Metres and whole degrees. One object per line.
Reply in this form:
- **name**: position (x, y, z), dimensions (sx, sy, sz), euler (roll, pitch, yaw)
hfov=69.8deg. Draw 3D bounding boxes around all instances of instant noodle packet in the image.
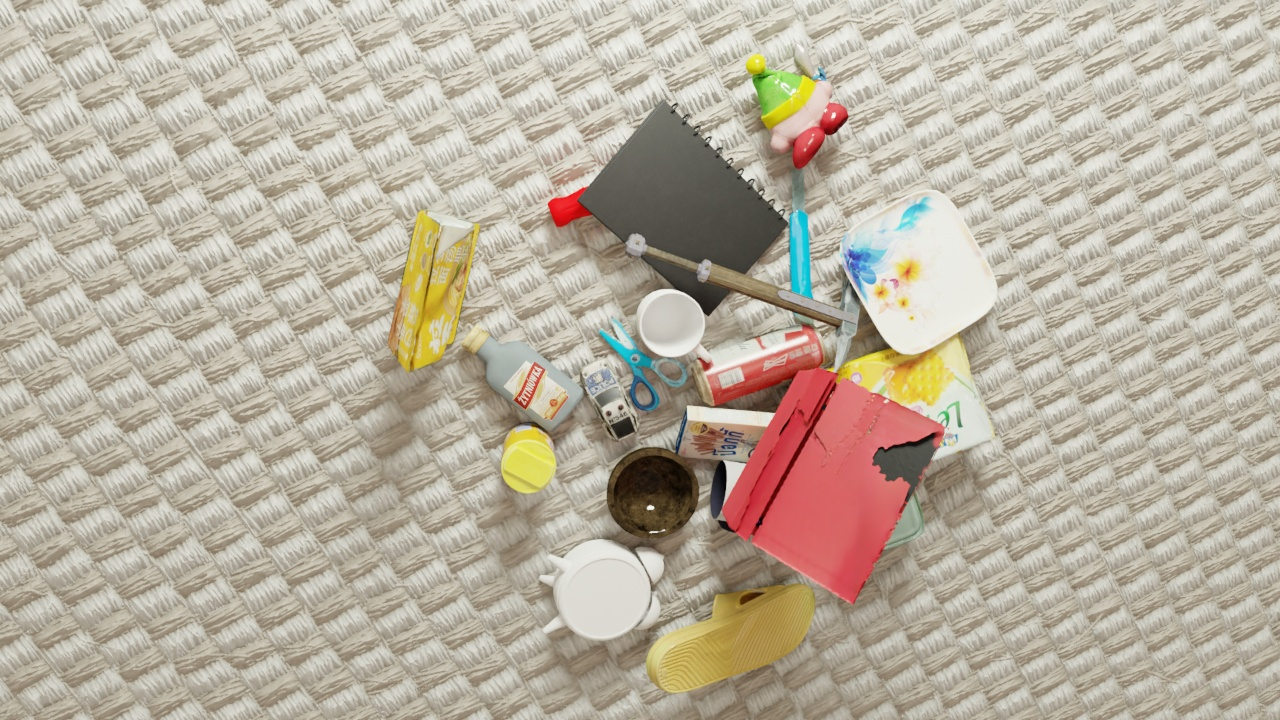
- **instant noodle packet**: position (-0.240, -0.083, 1.057), dimensions (0.084, 0.221, 0.163), euler (15, 99, -13)

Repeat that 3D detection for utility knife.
- **utility knife**: position (0.211, -0.150, 1.202), dimensions (0.031, 0.015, 0.209), euler (-6, 104, -9)

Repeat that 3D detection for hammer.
- **hammer**: position (0.129, -0.091, 1.152), dimensions (0.316, 0.028, 0.146), euler (18, 67, -10)

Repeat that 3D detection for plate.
- **plate**: position (0.360, -0.115, 1.196), dimensions (0.186, 0.016, 0.187), euler (-29, 89, -14)

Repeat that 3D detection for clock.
- **clock**: position (-0.051, 0.304, 1.233), dimensions (0.160, 0.073, 0.125), euler (2, 100, -14)

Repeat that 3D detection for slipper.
- **slipper**: position (0.120, 0.372, 1.253), dimensions (0.262, 0.078, 0.099), euler (-14, 105, -25)

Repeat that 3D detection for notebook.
- **notebook**: position (0.060, -0.190, 1.156), dimensions (0.231, 0.019, 0.169), euler (39, 94, -23)

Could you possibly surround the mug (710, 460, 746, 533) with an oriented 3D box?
- **mug**: position (0.146, 0.192, 1.232), dimensions (0.097, 0.078, 0.112), euler (10, 127, -9)

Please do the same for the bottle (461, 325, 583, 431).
- **bottle**: position (-0.156, 0.017, 1.173), dimensions (0.161, 0.046, 0.072), euler (39, 94, -12)

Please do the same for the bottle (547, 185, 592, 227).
- **bottle**: position (-0.056, -0.203, 1.150), dimensions (0.119, 0.036, 0.036), euler (-21, 102, -3)

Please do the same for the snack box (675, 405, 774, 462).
- **snack box**: position (0.127, 0.100, 1.211), dimensions (0.150, 0.026, 0.082), euler (6, 138, -8)

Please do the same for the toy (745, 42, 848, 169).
- **toy**: position (0.191, -0.325, 1.135), dimensions (0.131, 0.097, 0.124), euler (43, 89, 10)

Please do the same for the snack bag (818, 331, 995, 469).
- **snack bag**: position (0.333, 0.064, 1.220), dimensions (0.247, 0.068, 0.159), euler (-17, 91, -4)

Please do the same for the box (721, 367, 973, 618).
- **box**: position (0.195, 0.122, 1.030), dimensions (0.124, 0.316, 0.211), euler (30, 88, -22)

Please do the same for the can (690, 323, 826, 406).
- **can**: position (0.154, 0.005, 1.197), dimensions (0.170, 0.067, 0.067), euler (-19, 102, -3)

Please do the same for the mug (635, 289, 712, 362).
- **mug**: position (0.046, -0.040, 1.165), dimensions (0.114, 0.087, 0.081), euler (43, 93, -12)

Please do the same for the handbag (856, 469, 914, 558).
- **handbag**: position (0.312, 0.200, 1.251), dimensions (0.122, 0.067, 0.106), euler (-19, 97, -5)

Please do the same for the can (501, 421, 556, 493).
- **can**: position (-0.142, 0.121, 1.164), dimensions (0.067, 0.105, 0.068), euler (-1, 100, -7)

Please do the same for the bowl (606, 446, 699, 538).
- **bowl**: position (0.013, 0.169, 1.216), dimensions (0.121, 0.056, 0.121), euler (-1, 100, -7)

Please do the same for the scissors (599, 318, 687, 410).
- **scissors**: position (-0.012, 0.007, 1.207), dimensions (0.141, 0.014, 0.090), euler (38, 96, -14)

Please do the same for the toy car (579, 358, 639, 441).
- **toy car**: position (-0.040, 0.053, 1.197), dimensions (0.048, 0.040, 0.113), euler (-27, 102, -3)
